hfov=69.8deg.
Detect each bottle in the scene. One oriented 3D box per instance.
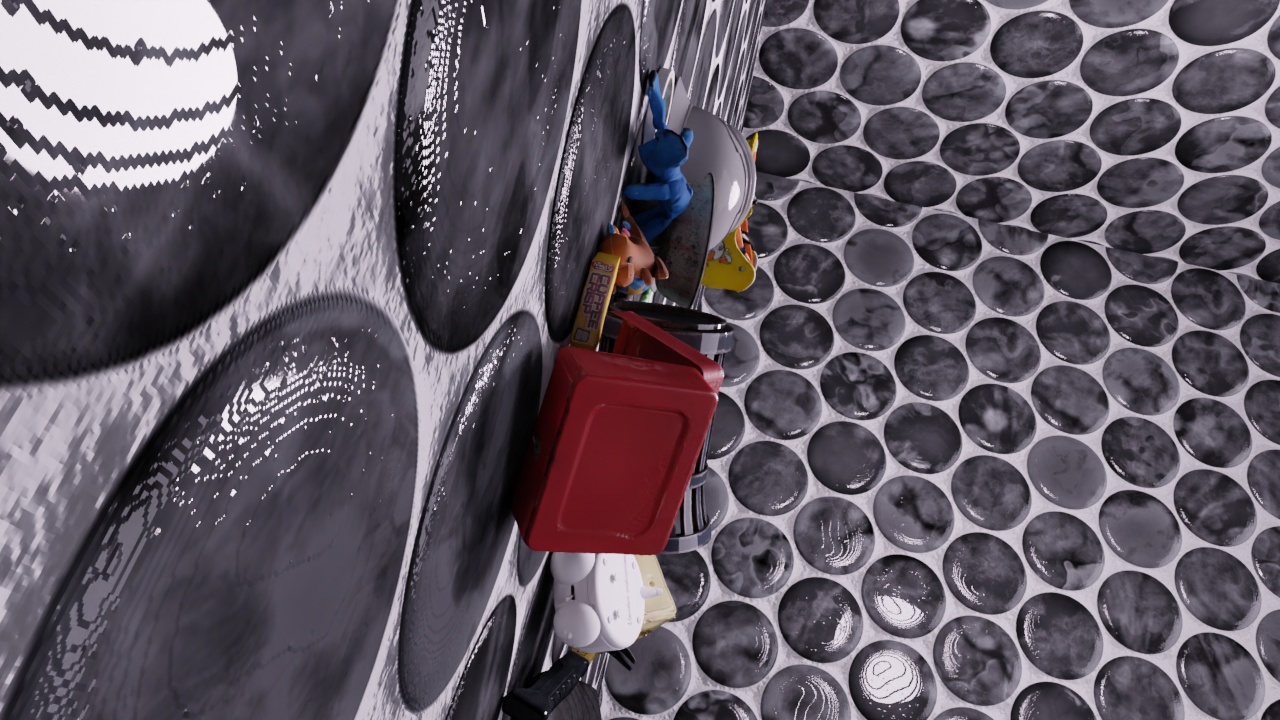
[{"bbox_3d":[0.004,-0.132,1.028,0.036,0.036,0.110,-63,166,-69],"label":"bottle"}]

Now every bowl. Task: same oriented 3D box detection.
[{"bbox_3d":[0.046,-0.132,1.018,0.157,0.038,0.157,-173,-88,-84],"label":"bowl"}]

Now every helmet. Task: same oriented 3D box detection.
[{"bbox_3d":[0.108,-0.224,1.399,0.208,0.140,0.240,-59,149,-73],"label":"helmet"},{"bbox_3d":[0.082,-0.210,1.151,0.183,0.118,0.272,-74,171,-65],"label":"helmet"}]

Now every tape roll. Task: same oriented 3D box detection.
[{"bbox_3d":[0.019,-0.265,0.983,0.093,0.013,0.093,16,87,-86],"label":"tape roll"}]

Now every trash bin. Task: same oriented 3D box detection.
[{"bbox_3d":[0.011,0.061,0.955,0.164,0.164,0.227,-53,152,-77],"label":"trash bin"}]

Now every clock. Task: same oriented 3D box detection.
[{"bbox_3d":[-0.040,0.266,1.048,0.160,0.073,0.125,29,51,-59],"label":"clock"}]

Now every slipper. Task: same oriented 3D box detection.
[{"bbox_3d":[-0.107,0.441,1.127,0.268,0.076,0.113,60,18,-68],"label":"slipper"}]

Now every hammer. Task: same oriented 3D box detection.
[{"bbox_3d":[-0.082,0.357,1.060,0.025,0.118,0.333,-63,170,2],"label":"hammer"}]

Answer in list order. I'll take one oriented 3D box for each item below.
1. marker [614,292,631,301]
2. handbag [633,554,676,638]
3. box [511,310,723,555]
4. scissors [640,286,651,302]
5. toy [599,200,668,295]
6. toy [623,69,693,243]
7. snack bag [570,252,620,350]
[{"bbox_3d":[-0.011,-0.095,1.074,0.016,0.016,0.140,98,7,-46],"label":"marker"},{"bbox_3d":[-0.024,0.300,1.181,0.081,0.111,0.119,-42,-118,37],"label":"handbag"},{"bbox_3d":[-0.028,0.061,0.731,0.168,0.154,0.157,-8,121,-54],"label":"box"},{"bbox_3d":[0.010,-0.101,1.329,0.172,0.022,0.173,92,7,-54],"label":"scissors"},{"bbox_3d":[-0.017,-0.113,0.879,0.090,0.071,0.103,36,44,-71],"label":"toy"},{"bbox_3d":[0.020,-0.185,0.918,0.112,0.071,0.177,-87,-176,-46],"label":"toy"},{"bbox_3d":[-0.041,-0.049,0.816,0.020,0.026,0.099,77,28,-79],"label":"snack bag"}]
